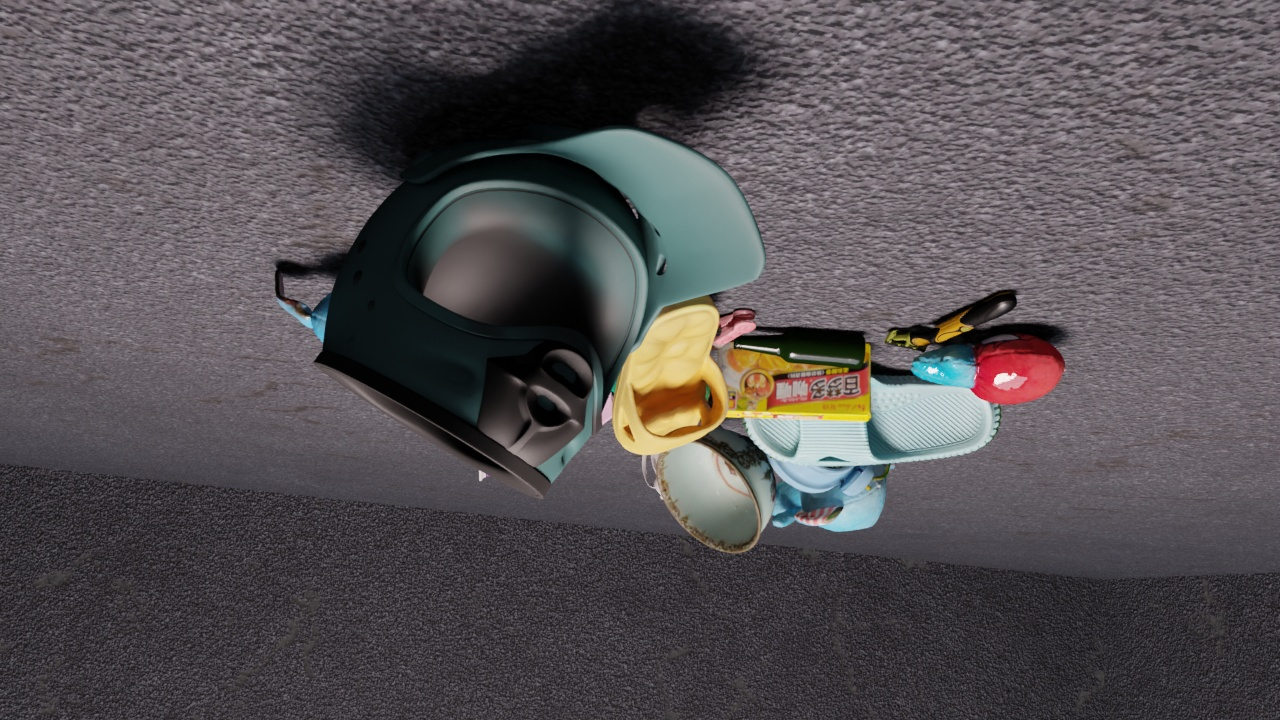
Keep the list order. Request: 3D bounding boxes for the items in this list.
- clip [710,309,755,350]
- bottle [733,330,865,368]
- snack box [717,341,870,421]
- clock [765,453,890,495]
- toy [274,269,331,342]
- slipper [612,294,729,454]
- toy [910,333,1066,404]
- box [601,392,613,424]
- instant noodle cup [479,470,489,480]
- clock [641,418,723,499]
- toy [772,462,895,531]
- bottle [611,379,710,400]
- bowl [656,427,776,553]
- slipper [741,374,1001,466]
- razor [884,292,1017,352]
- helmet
[{"bbox_3d":[0.081,-0.026,0.853,0.023,0.045,0.060,13,176,-41],"label":"clip"},{"bbox_3d":[0.151,-0.013,0.879,0.123,0.033,0.033,5,164,3],"label":"bottle"},{"bbox_3d":[0.152,0.020,0.916,0.152,0.075,0.025,1,162,14],"label":"snack box"},{"bbox_3d":[0.226,0.101,1.105,0.162,0.117,0.060,15,150,-14],"label":"clock"},{"bbox_3d":[-0.224,-0.027,0.846,0.224,0.099,0.191,8,172,17],"label":"toy"},{"bbox_3d":[0.030,0.034,0.855,0.099,0.078,0.264,-17,148,-14],"label":"slipper"},{"bbox_3d":[0.318,0.006,0.845,0.133,0.062,0.092,6,157,14],"label":"toy"},{"bbox_3d":[-0.106,0.022,1.092,0.106,0.115,0.233,-36,165,-5],"label":"box"},{"bbox_3d":[-0.157,0.099,1.233,0.122,0.122,0.137,-2,-167,-10],"label":"instant noodle cup"},{"bbox_3d":[0.053,0.128,1.261,0.061,0.119,0.160,12,153,-41],"label":"clock"},{"bbox_3d":[0.234,0.160,1.192,0.181,0.115,0.182,-7,-162,48],"label":"toy"},{"bbox_3d":[-0.005,0.005,0.926,0.068,0.068,0.209,-5,161,32],"label":"bottle"},{"bbox_3d":[0.108,0.146,1.137,0.093,0.160,0.160,-34,-168,-38],"label":"bowl"},{"bbox_3d":[0.246,0.065,0.985,0.276,0.116,0.069,-2,-164,9],"label":"slipper"},{"bbox_3d":[0.273,-0.032,0.801,0.044,0.021,0.144,10,161,-18],"label":"razor"},{"bbox_3d":[-0.067,-0.042,0.538,0.176,0.200,0.275,39,165,-28],"label":"helmet"}]
